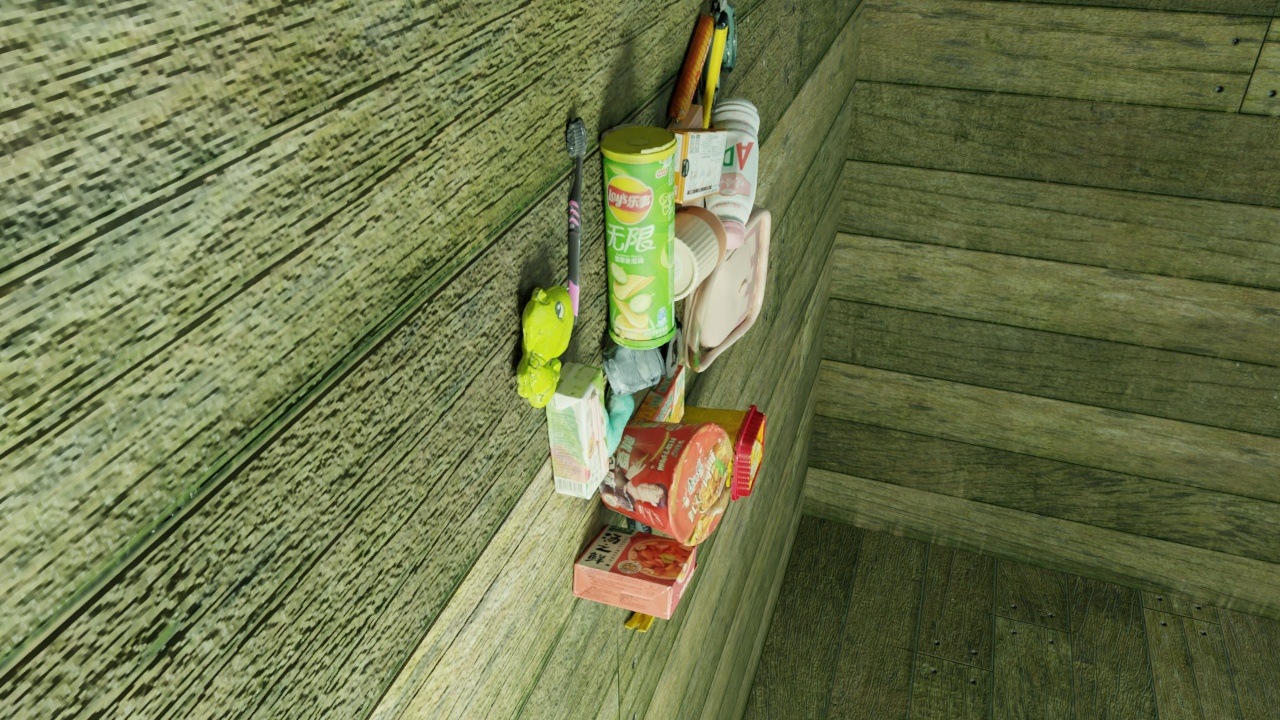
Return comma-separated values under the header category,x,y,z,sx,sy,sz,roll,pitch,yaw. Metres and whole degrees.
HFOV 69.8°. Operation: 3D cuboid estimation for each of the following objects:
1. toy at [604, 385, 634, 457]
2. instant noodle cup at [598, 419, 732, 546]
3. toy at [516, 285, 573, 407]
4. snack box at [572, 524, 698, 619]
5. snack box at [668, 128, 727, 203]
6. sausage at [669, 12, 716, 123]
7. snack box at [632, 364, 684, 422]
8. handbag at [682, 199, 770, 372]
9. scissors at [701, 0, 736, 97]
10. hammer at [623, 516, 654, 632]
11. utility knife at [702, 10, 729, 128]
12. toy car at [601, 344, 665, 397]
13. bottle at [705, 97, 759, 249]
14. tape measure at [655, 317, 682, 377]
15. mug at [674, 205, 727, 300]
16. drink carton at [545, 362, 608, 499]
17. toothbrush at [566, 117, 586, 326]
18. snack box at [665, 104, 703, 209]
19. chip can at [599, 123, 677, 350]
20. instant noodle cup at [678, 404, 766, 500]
category,x,y,z,sx,sy,sz,roll,pitch,yaw
toy,-0.031,0.060,0.984,0.096,0.030,0.091,71,31,-49
instant noodle cup,0.025,0.128,1.029,0.137,0.109,0.138,-21,116,-54
toy,-0.080,-0.014,0.764,0.097,0.031,0.100,56,52,-67
snack box,-0.001,0.230,1.039,0.126,0.113,0.044,-41,138,-66
snack box,0.062,-0.220,1.027,0.153,0.026,0.075,-35,134,-65
sausage,0.061,-0.338,1.052,0.021,0.021,0.164,67,37,-62
snack box,0.022,0.075,1.174,0.155,0.027,0.077,-56,151,-54
handbag,0.095,-0.085,1.199,0.233,0.093,0.194,-60,158,-45
scissors,0.095,-0.401,1.137,0.177,0.019,0.170,72,33,-61
hammer,0.003,0.251,1.213,0.301,0.033,0.128,83,22,-46
utility knife,0.085,-0.316,1.124,0.033,0.015,0.217,-64,166,-52
toy car,-0.006,0.006,0.987,0.120,0.037,0.054,-17,87,-68
bottle,0.114,-0.234,1.153,0.068,0.068,0.196,65,27,-63
tape measure,0.028,-0.013,1.128,0.065,0.034,0.066,-51,147,-56
mug,0.035,-0.109,1.032,0.115,0.081,0.105,-54,177,32
drink carton,-0.057,0.067,0.866,0.053,0.045,0.123,-56,151,-52
toothbrush,-0.059,-0.117,0.805,0.017,0.014,0.189,-35,134,-54
snack box,0.051,-0.213,1.089,0.084,0.026,0.157,-62,156,-44
chip can,0.000,-0.114,0.899,0.072,0.073,0.222,-59,153,-51
instant noodle cup,0.109,0.125,1.324,0.115,0.124,0.116,-60,154,-50
